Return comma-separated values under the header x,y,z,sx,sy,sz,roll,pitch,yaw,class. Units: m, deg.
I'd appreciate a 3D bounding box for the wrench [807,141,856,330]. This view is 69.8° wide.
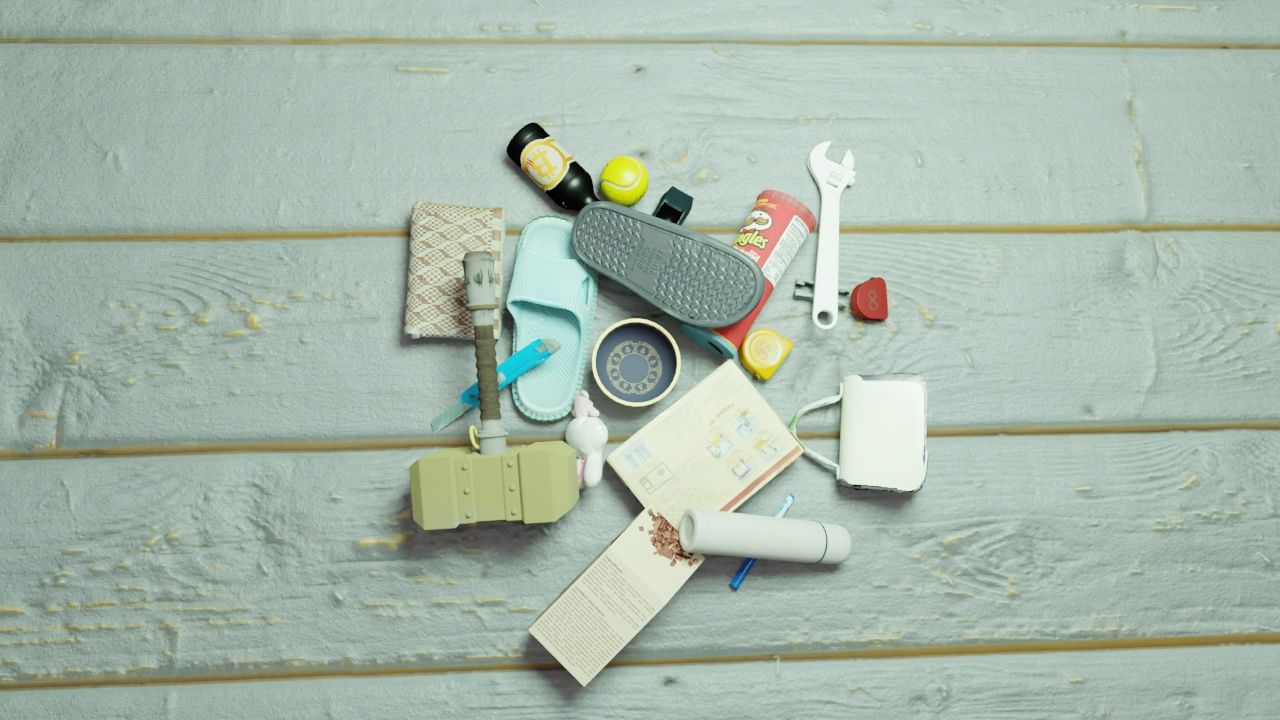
x,y,z,sx,sy,sz,roll,pitch,yaw,class
0.254,-0.171,1.240,0.066,0.018,0.273,6,75,-1,wrench

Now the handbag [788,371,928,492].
x,y,z,sx,sy,sz,roll,pitch,yaw,class
0.283,0.093,1.197,0.176,0.074,0.151,1,79,16,handbag

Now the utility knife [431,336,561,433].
x,y,z,sx,sy,sz,roll,pitch,yaw,class
-0.188,0.031,1.167,0.207,0.015,0.031,-36,90,13,utility knife

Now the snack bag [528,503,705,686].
x,y,z,sx,sy,sz,roll,pitch,yaw,class
-0.027,0.282,1.123,0.094,0.070,0.206,44,89,4,snack bag

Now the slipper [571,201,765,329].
x,y,z,sx,sy,sz,roll,pitch,yaw,class
0.037,-0.122,1.167,0.268,0.083,0.111,26,104,21,slipper

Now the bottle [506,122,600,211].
x,y,z,sx,sy,sz,roll,pitch,yaw,class
-0.096,-0.234,1.221,0.181,0.059,0.059,45,81,4,bottle

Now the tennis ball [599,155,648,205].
x,y,z,sx,sy,sz,roll,pitch,yaw,class
-0.021,-0.239,1.223,0.065,0.065,0.065,1,81,-3,tennis ball

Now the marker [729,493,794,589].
x,y,z,sx,sy,sz,roll,pitch,yaw,class
0.159,0.233,1.187,0.013,0.013,0.141,34,80,2,marker

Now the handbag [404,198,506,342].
x,y,z,sx,sy,sz,roll,pitch,yaw,class
-0.241,-0.116,1.202,0.124,0.047,0.185,3,81,-11,handbag

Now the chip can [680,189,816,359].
x,y,z,sx,sy,sz,roll,pitch,yaw,class
0.142,-0.113,1.203,0.087,0.087,0.213,31,81,2,chip can

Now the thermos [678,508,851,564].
x,y,z,sx,sy,sz,roll,pitch,yaw,class
0.159,0.220,1.137,0.224,0.052,0.052,10,80,-21,thermos

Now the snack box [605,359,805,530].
x,y,z,sx,sy,sz,roll,pitch,yaw,class
0.082,0.121,1.177,0.207,0.055,0.153,-38,86,-8,snack box

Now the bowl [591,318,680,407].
x,y,z,sx,sy,sz,roll,pitch,yaw,class
-0.007,0.007,1.187,0.112,0.061,0.112,1,81,-3,bowl

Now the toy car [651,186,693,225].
x,y,z,sx,sy,sz,roll,pitch,yaw,class
0.030,-0.180,1.233,0.046,0.034,0.112,30,81,2,toy car

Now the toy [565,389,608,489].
x,y,z,sx,sy,sz,roll,pitch,yaw,class
-0.069,0.100,1.166,0.037,0.076,0.125,4,79,-34,toy

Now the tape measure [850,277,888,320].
x,y,z,sx,sy,sz,roll,pitch,yaw,class
0.307,-0.084,1.236,0.051,0.019,0.059,3,81,-25,tape measure

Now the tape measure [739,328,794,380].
x,y,z,sx,sy,sz,roll,pitch,yaw,class
0.161,-0.011,1.215,0.059,0.030,0.068,38,77,3,tape measure

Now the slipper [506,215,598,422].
x,y,z,sx,sy,sz,roll,pitch,yaw,class
-0.115,-0.059,1.190,0.116,0.069,0.276,5,81,-6,slipper

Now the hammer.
x,y,z,sx,sy,sz,roll,pitch,yaw,class
-0.184,0.030,1.115,0.190,0.100,0.325,-4,91,4,hammer

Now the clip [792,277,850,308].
x,y,z,sx,sy,sz,roll,pitch,yaw,class
0.245,-0.091,1.238,0.076,0.023,0.043,13,82,1,clip
